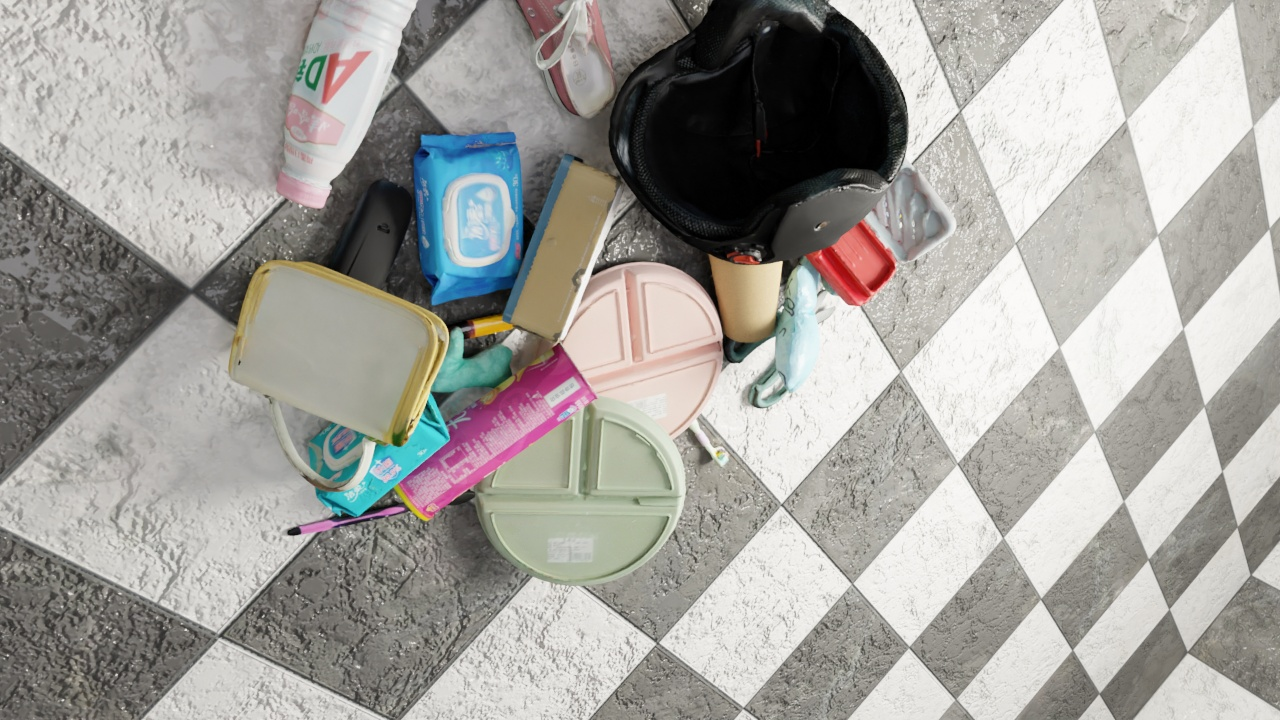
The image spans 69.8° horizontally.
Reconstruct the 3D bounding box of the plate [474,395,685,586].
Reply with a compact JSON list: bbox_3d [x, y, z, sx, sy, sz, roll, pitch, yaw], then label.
[{"bbox_3d":[-0.063,0.147,0.990,0.230,0.027,0.230,-2,109,-6],"label":"plate"}]

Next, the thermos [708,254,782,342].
[{"bbox_3d":[0.118,-0.095,1.015,0.093,0.093,0.143,-26,131,-21],"label":"thermos"}]

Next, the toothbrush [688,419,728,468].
[{"bbox_3d":[0.057,0.064,1.091,0.020,0.029,0.189,-18,130,24],"label":"toothbrush"}]

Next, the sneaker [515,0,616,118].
[{"bbox_3d":[-0.069,-0.318,0.785,0.118,0.088,0.241,-33,127,-16],"label":"sneaker"}]

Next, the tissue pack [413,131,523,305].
[{"bbox_3d":[-0.155,-0.129,0.841,0.094,0.052,0.157,-11,117,-28],"label":"tissue pack"}]

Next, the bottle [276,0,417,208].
[{"bbox_3d":[-0.241,-0.220,0.735,0.068,0.068,0.197,15,106,-37],"label":"bottle"}]

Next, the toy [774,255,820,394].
[{"bbox_3d":[0.183,-0.037,1.055,0.161,0.050,0.156,-58,147,-54],"label":"toy"}]

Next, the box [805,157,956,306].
[{"bbox_3d":[0.231,-0.176,1.014,0.160,0.063,0.201,-40,99,8],"label":"box"}]

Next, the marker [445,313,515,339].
[{"bbox_3d":[-0.181,-0.028,0.897,0.123,0.015,0.018,-14,121,-24],"label":"marker"}]

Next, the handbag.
[{"bbox_3d":[-0.264,0.018,0.785,0.163,0.063,0.179,21,96,2],"label":"handbag"}]

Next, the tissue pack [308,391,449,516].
[{"bbox_3d":[-0.240,0.072,0.846,0.133,0.093,0.050,-39,129,-2],"label":"tissue pack"}]

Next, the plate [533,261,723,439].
[{"bbox_3d":[-0.006,0.006,1.003,0.229,0.028,0.230,-11,116,-23],"label":"plate"}]

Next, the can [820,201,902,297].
[{"bbox_3d":[0.265,-0.145,1.091,0.049,0.074,0.148,3,111,-31],"label":"can"}]

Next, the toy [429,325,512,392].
[{"bbox_3d":[-0.168,0.005,0.907,0.091,0.030,0.097,-11,130,-30],"label":"toy"}]

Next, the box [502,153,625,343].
[{"bbox_3d":[-0.069,-0.112,0.873,0.063,0.089,0.184,20,99,-1],"label":"box"}]

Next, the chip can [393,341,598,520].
[{"bbox_3d":[-0.145,0.069,0.910,0.210,0.071,0.071,-35,127,-4],"label":"chip can"}]

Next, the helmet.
[{"bbox_3d":[0.111,-0.203,0.870,0.275,0.233,0.230,-11,165,1],"label":"helmet"}]

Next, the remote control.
[{"bbox_3d":[-0.244,-0.094,0.818,0.053,0.024,0.136,22,99,-37],"label":"remote control"}]

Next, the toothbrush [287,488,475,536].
[{"bbox_3d":[-0.261,0.153,0.934,0.189,0.018,0.014,-9,115,-26],"label":"toothbrush"}]

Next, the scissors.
[{"bbox_3d":[0.166,-0.030,1.117,0.172,0.019,0.177,30,95,-38],"label":"scissors"}]
